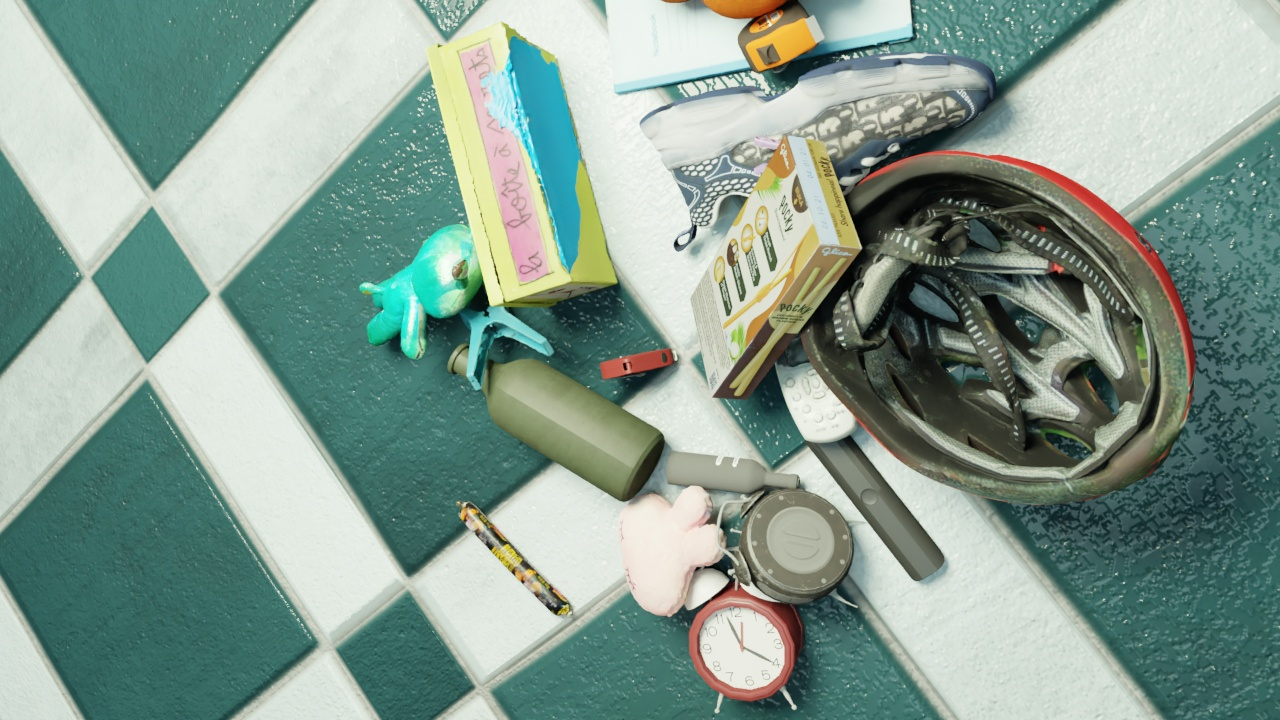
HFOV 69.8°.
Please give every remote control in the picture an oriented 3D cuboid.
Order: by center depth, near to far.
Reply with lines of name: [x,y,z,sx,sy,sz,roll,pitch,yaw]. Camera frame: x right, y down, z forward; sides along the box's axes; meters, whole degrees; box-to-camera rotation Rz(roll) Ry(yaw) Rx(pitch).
remote control: [0.143,0.011,0.749,0.060,0.028,0.114,-14,79,19]
remote control: [0.192,0.115,0.757,0.033,0.015,0.147,-40,81,18]

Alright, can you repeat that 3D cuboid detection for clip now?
clip: [0.104,-0.149,0.682,0.051,0.014,0.045,29,123,6]
clip: [-0.143,-0.028,0.823,0.103,0.027,0.120,-22,49,-7]

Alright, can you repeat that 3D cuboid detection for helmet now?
helmet: [0.246,-0.025,0.641,0.272,0.166,0.218,44,123,21]

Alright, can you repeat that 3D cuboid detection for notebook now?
notebook: [0.087,-0.331,0.757,0.254,0.009,0.181,-5,93,20]

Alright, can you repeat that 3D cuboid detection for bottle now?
bottle: [0.080,0.098,0.787,0.113,0.030,0.030,4,96,19]
bottle: [-0.081,0.046,0.819,0.207,0.071,0.071,29,104,15]

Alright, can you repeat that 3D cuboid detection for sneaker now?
sneaker: [0.138,-0.161,0.722,0.270,0.103,0.132,-7,107,20]

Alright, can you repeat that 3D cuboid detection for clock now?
clock: [0.121,0.152,0.751,0.123,0.044,0.091,12,62,2]
clock: [0.088,0.228,0.787,0.096,0.048,0.137,-11,92,20]

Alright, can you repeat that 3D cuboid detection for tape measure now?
tape measure: [0.109,-0.251,0.721,0.059,0.058,0.038,-29,123,15]
tape measure: [-0.005,0.005,0.802,0.052,0.058,0.019,-12,91,50]

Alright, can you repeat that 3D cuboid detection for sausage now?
sausage: [-0.122,0.189,0.873,0.155,0.020,0.020,43,107,11]

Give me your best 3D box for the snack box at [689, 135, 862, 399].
snack box: [0.093,-0.063,0.689,0.186,0.031,0.101,119,148,-50]

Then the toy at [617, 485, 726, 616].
toy: [0.026,0.156,0.785,0.105,0.053,0.108,-36,51,27]

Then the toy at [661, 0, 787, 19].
toy: [0.071,-0.313,0.708,0.176,0.111,0.096,25,143,16]

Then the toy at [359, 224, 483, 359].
toy: [-0.198,-0.071,0.826,0.194,0.072,0.130,-24,54,42]

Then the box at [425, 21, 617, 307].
box: [-0.098,-0.160,0.781,0.080,0.124,0.221,-17,90,18]
